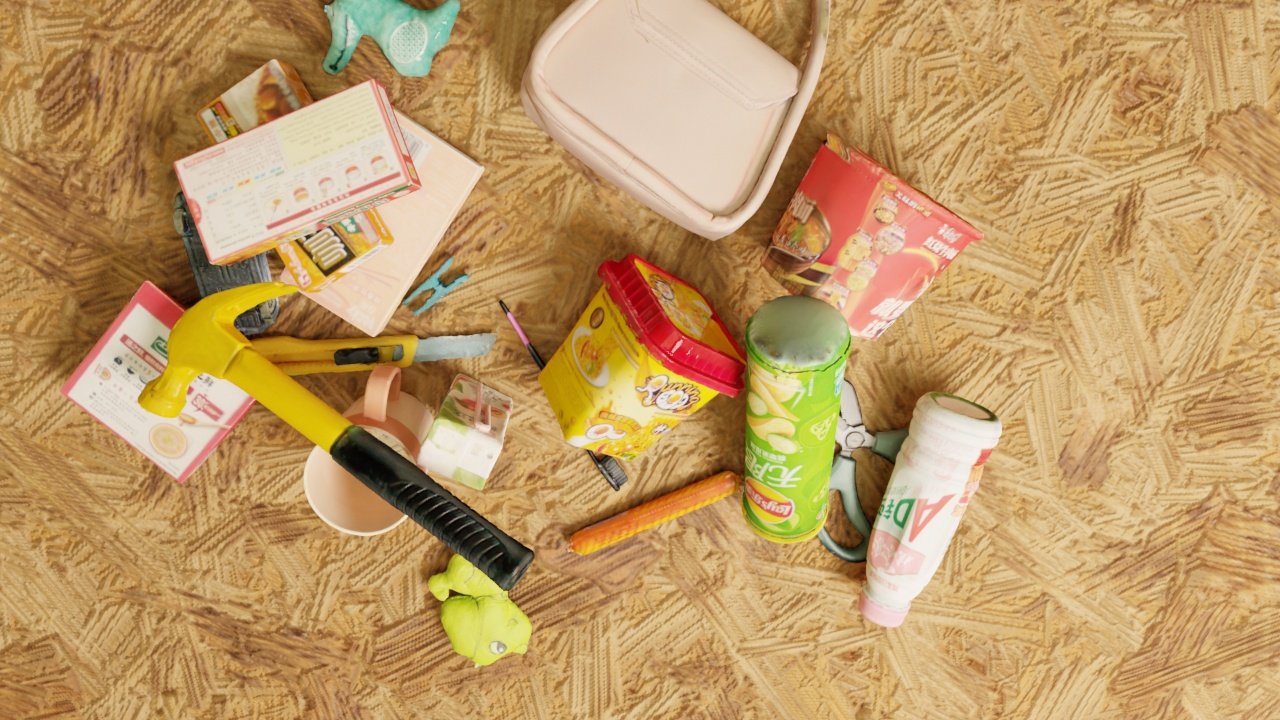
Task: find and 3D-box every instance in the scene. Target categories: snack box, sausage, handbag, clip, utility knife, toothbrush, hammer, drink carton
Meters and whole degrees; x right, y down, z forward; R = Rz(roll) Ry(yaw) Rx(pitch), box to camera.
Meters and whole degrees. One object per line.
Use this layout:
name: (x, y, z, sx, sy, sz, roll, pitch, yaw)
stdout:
snack box: (-0.250, -0.132, 0.667, 0.075, 0.026, 0.153, -31, 90, 11)
sausage: (0.012, 0.129, 0.778, 0.165, 0.021, 0.021, -23, 105, 3)
snack box: (-0.354, 0.012, 0.701, 0.113, 0.044, 0.127, 43, 108, -13)
handbag: (0.045, -0.226, 0.663, 0.193, 0.093, 0.234, 33, 92, -11)
snack box: (-0.196, -0.105, 0.698, 0.084, 0.026, 0.157, 33, 100, -10)
clip: (-0.161, -0.057, 0.721, 0.057, 0.014, 0.047, -36, 106, 7)
utility knife: (-0.221, -0.007, 0.729, 0.216, 0.015, 0.033, -4, 108, -3)
toothbrush: (-0.062, 0.029, 0.751, 0.017, 0.014, 0.189, -32, 105, -6)
hammer: (-0.200, 0.055, 0.624, 0.301, 0.033, 0.129, 35, 94, 9)
drink carton: (-0.130, 0.050, 0.696, 0.053, 0.122, 0.045, 25, 100, -10)
snack box: (-0.237, -0.129, 0.636, 0.156, 0.027, 0.077, -20, 91, 7)

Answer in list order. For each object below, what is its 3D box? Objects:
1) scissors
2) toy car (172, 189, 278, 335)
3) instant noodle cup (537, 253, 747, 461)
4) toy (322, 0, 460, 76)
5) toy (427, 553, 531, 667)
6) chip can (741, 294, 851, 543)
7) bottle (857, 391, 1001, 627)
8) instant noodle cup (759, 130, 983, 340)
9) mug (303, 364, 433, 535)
scissors: (0.185, 0.102, 0.785, 0.177, 0.019, 0.171, 37, 100, -14)
toy car: (-0.311, -0.077, 0.695, 0.054, 0.036, 0.121, -4, 115, 1)
instant noodle cup: (-0.004, 0.004, 0.692, 0.124, 0.116, 0.116, -46, 139, 20)
toy: (-0.188, -0.239, 0.664, 0.092, 0.030, 0.097, 33, 108, -7)
toy: (-0.138, 0.214, 0.787, 0.096, 0.031, 0.100, 14, 99, -8)
chip can: (0.112, 0.049, 0.685, 0.072, 0.072, 0.222, -8, 136, -2)
bottle: (0.229, 0.126, 0.754, 0.068, 0.068, 0.197, 14, 108, -7)
instant noodle cup: (0.164, -0.087, 0.678, 0.138, 0.137, 0.109, 30, 109, -11)
mug: (-0.201, 0.059, 0.701, 0.081, 0.106, 0.115, 7, 104, -6)
